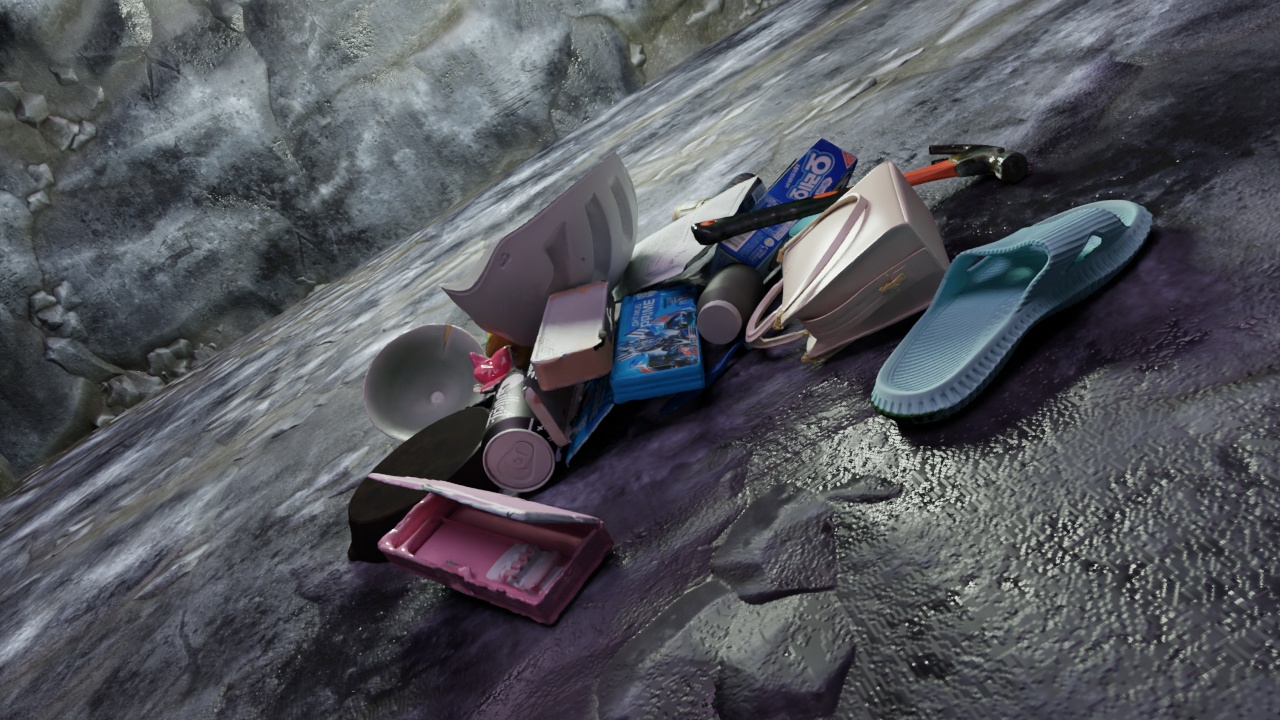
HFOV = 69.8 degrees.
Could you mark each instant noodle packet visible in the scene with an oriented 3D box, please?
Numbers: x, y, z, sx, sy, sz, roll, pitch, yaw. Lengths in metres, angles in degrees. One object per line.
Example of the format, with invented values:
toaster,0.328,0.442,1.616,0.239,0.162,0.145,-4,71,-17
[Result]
instant noodle packet,0.040,-0.132,1.121,0.146,0.057,0.270,-56,16,-21

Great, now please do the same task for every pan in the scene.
pan,-0.212,0.140,0.974,0.248,0.043,0.356,-37,22,-12

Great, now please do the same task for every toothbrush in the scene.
toothbrush,0.070,0.013,0.905,0.132,0.016,0.021,-41,22,-14

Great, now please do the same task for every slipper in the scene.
slipper,0.274,-0.055,0.702,0.275,0.069,0.116,-40,19,-17

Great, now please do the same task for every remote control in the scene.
remote control,-0.180,0.052,1.135,0.141,0.021,0.045,-23,-3,13

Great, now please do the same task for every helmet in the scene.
helmet,-0.108,-0.140,1.125,0.283,0.184,0.223,-54,4,35

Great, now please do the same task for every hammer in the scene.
hammer,0.217,-0.174,0.966,0.333,0.033,0.133,-15,22,-1

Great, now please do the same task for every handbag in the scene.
handbag,0.179,-0.077,0.860,0.198,0.101,0.194,-35,18,25

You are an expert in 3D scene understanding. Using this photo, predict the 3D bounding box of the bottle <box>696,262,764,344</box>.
bottle,0.092,-0.058,0.951,0.060,0.060,0.108,-21,17,26

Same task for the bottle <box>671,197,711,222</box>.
bottle,0.088,-0.213,1.331,0.042,0.043,0.110,-42,22,-23

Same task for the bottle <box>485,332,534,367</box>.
bottle,-0.183,-0.050,1.311,0.068,0.068,0.209,-30,21,6

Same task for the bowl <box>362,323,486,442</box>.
bowl,-0.278,0.041,1.232,0.174,0.068,0.174,-3,62,5

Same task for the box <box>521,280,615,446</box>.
box,-0.063,-0.014,0.950,0.108,0.095,0.216,-40,16,14

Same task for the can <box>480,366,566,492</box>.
can,-0.119,0.068,0.951,0.080,0.080,0.145,-28,22,11

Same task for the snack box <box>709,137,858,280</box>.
snack box,0.168,-0.169,1.066,0.225,0.059,0.060,-47,-17,-27

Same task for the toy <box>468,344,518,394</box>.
toy,-0.182,0.020,1.169,0.065,0.050,0.102,-19,29,-1

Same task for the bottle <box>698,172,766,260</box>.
bottle,0.110,-0.193,1.236,0.056,0.056,0.160,-4,34,50

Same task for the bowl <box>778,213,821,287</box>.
bowl,0.196,-0.130,0.996,0.121,0.046,0.121,-28,22,12

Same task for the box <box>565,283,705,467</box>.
box,-0.014,-0.006,0.975,0.174,0.063,0.243,-31,18,14

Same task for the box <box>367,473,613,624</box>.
box,-0.144,0.133,0.777,0.233,0.099,0.099,5,44,45
